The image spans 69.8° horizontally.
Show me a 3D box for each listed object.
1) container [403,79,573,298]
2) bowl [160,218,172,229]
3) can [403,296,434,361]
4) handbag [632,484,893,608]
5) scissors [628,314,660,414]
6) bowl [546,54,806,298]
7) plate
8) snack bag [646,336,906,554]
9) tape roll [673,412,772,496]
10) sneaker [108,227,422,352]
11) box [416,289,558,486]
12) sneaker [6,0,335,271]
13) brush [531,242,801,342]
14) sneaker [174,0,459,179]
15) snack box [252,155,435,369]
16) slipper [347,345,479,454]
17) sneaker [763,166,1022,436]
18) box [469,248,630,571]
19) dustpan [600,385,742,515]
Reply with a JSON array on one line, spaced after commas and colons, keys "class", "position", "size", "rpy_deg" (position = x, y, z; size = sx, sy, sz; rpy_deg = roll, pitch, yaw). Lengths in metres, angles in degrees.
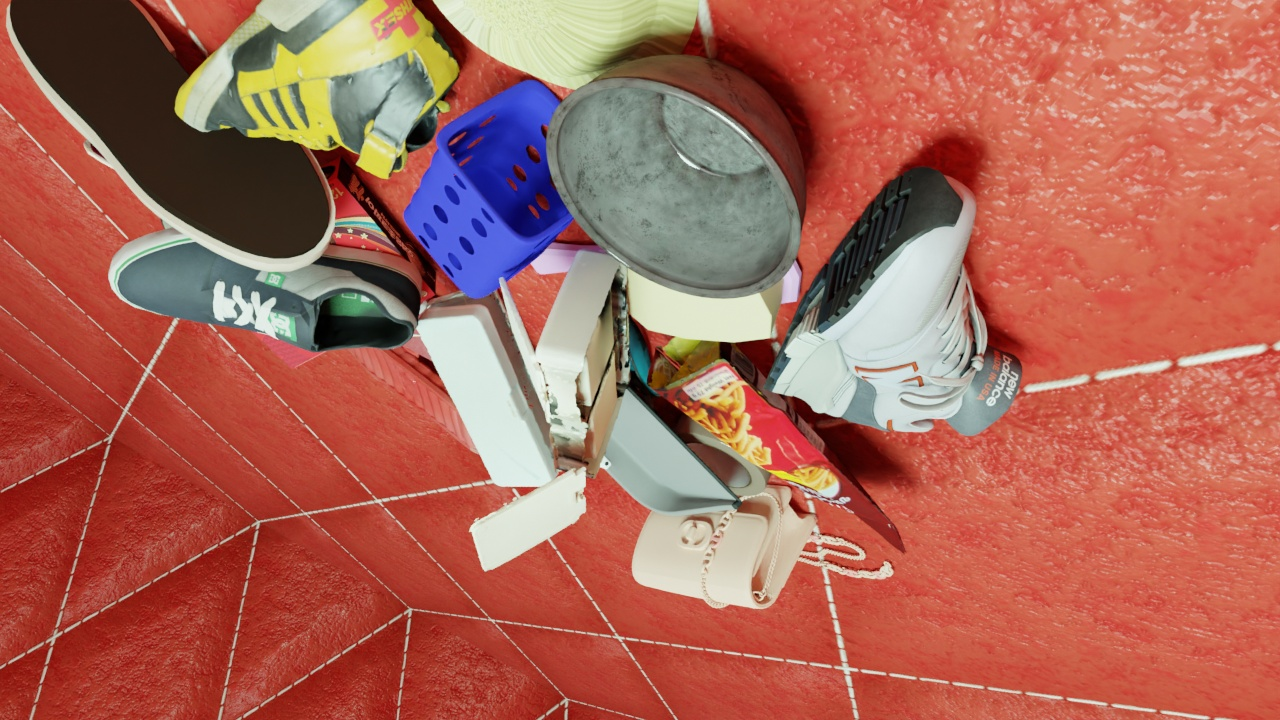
[{"class": "container", "position": [-0.088, -0.104, 0.585], "size": [0.084, 0.084, 0.114], "rpy_deg": [51, 151, -5]}, {"class": "bowl", "position": [-0.396, -0.123, 0.893], "size": [0.115, 0.059, 0.116], "rpy_deg": [24, 152, 13]}, {"class": "can", "position": [-0.204, -0.034, 0.859], "size": [0.096, 0.053, 0.054], "rpy_deg": [27, 153, 6]}, {"class": "handbag", "position": [0.114, 0.208, 0.880], "size": [0.199, 0.116, 0.187], "rpy_deg": [-4, 137, 48]}, {"class": "scissors", "position": [-0.009, 0.001, 0.765], "size": [0.135, 0.019, 0.130], "rpy_deg": [44, 159, -10]}, {"class": "bowl", "position": [0.029, -0.107, 0.491], "size": [0.145, 0.067, 0.145], "rpy_deg": [23, 149, 14]}, {"class": "plate", "position": [-0.062, -0.200, 0.461], "size": [0.184, 0.036, 0.185], "rpy_deg": [24, 152, 13]}, {"class": "snack bag", "position": [0.105, 0.056, 0.690], "size": [0.208, 0.066, 0.139], "rpy_deg": [40, 173, -22]}, {"class": "tape roll", "position": [0.071, 0.080, 0.801], "size": [0.094, 0.030, 0.094], "rpy_deg": [24, 152, 13]}, {"class": "sneaker", "position": [-0.293, -0.048, 0.722], "size": [0.235, 0.079, 0.084], "rpy_deg": [4, 130, -14]}, {"class": "box", "position": [-0.133, 0.031, 0.824], "size": [0.072, 0.086, 0.199], "rpy_deg": [-119, 7, -57]}, {"class": "sneaker", "position": [-0.355, -0.158, 0.708], "size": [0.294, 0.111, 0.117], "rpy_deg": [39, 155, 3]}, {"class": "brush", "position": [-0.002, -0.060, 0.628], "size": [0.229, 0.043, 0.089], "rpy_deg": [5, 144, 39]}, {"class": "sneaker", "position": [-0.204, -0.171, 0.592], "size": [0.239, 0.085, 0.122], "rpy_deg": [-11, 128, 47]}, {"class": "snack box", "position": [-0.276, -0.078, 0.778], "size": [0.152, 0.035, 0.133], "rpy_deg": [-26, 130, 11]}, {"class": "slipper", "position": [-0.229, 0.000, 0.935], "size": [0.249, 0.059, 0.104], "rpy_deg": [35, 152, 22]}, {"class": "sneaker", "position": [0.159, -0.015, 0.515], "size": [0.124, 0.088, 0.240], "rpy_deg": [26, 161, 0]}, {"class": "box", "position": [-0.064, 0.032, 0.583], "size": [0.081, 0.181, 0.144], "rpy_deg": [12, 143, 10]}, {"class": "dustpan", "position": [-0.021, 0.085, 0.867], "size": [0.163, 0.033, 0.258], "rpy_deg": [46, 163, -9]}]
